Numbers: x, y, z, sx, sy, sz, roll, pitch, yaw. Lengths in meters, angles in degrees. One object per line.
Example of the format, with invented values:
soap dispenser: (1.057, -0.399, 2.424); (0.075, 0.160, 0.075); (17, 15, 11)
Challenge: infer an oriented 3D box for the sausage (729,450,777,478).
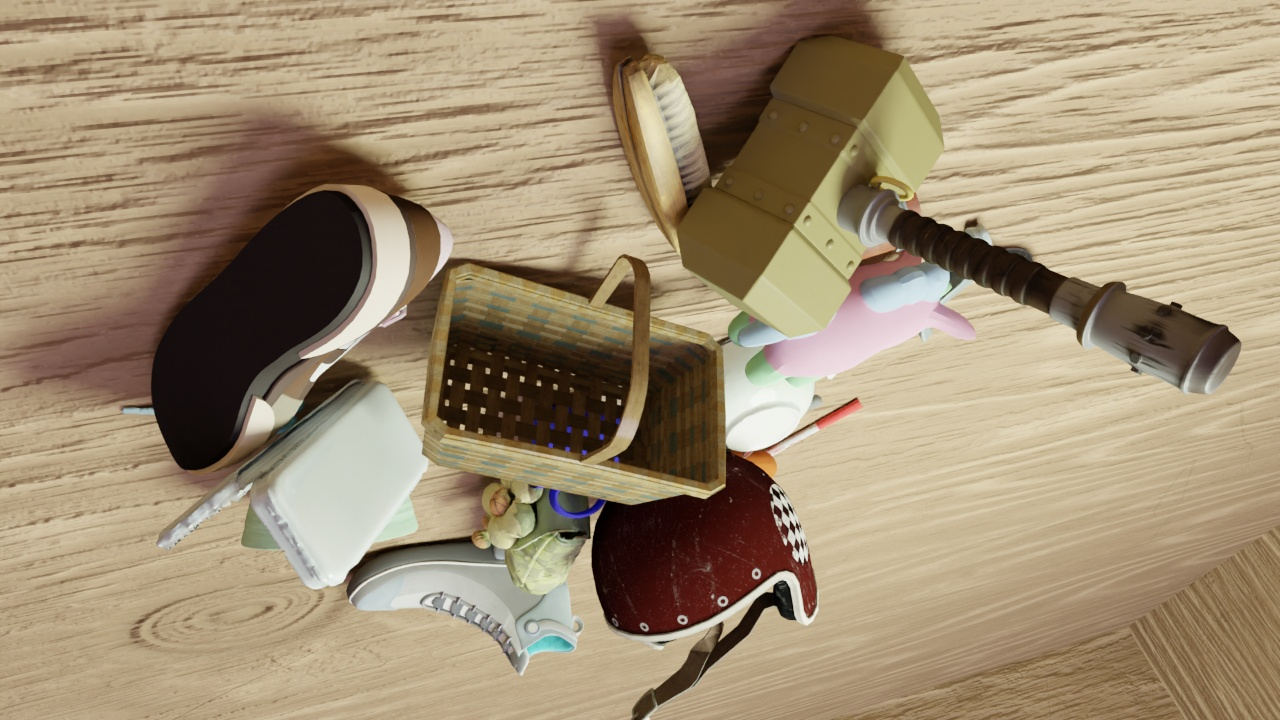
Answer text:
sausage: (0.085, 0.133, 1.088); (0.164, 0.044, 0.039); (-8, 170, -18)

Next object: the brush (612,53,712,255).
brush: (0.020, -0.139, 0.650); (0.043, 0.059, 0.195); (-29, 149, -3)

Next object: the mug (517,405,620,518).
mug: (-0.067, 0.099, 0.899); (0.083, 0.111, 0.079); (-2, 174, -26)

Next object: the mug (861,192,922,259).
mug: (0.164, -0.112, 0.762); (0.111, 0.081, 0.117); (-21, 171, 6)

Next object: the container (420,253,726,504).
container: (-0.040, 0.016, 0.717); (0.249, 0.157, 0.187); (15, 149, -23)

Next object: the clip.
clip: (0.328, -0.067, 0.948); (0.168, 0.031, 0.165); (19, 129, -44)

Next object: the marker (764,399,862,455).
marker: (0.205, 0.086, 1.115); (0.142, 0.012, 0.013); (-31, 145, 16)

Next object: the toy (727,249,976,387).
toy: (0.182, -0.041, 0.809); (0.172, 0.120, 0.221); (-31, 164, 31)

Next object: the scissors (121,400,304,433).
scissors: (-0.350, 0.041, 0.756); (0.136, 0.015, 0.056); (6, 137, -25)

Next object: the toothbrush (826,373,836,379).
toothbrush: (0.174, -0.027, 0.931); (0.016, 0.018, 0.181); (-33, 145, 5)

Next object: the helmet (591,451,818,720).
helmet: (0.062, 0.222, 0.960); (0.234, 0.233, 0.253); (-20, 121, 29)

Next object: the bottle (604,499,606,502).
bottle: (-0.014, 0.157, 1.073); (0.040, 0.040, 0.130); (-32, 145, 16)

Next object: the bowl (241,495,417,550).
bowl: (-0.279, 0.122, 0.825); (0.151, 0.077, 0.151); (-3, 178, 0)

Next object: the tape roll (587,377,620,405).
tape roll: (-0.005, 0.005, 0.868); (0.093, 0.030, 0.094); (-14, 146, -10)

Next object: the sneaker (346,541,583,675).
sneaker: (-0.199, 0.293, 1.061); (0.256, 0.160, 0.093); (-5, 144, -25)

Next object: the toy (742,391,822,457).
toy: (0.153, 0.066, 1.041); (0.112, 0.030, 0.049); (-34, 116, 15)

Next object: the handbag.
handbag: (-0.121, 0.178, 0.984); (0.116, 0.113, 0.187); (6, 140, -22)

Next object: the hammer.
hammer: (0.196, -0.067, 0.571); (0.100, 0.325, 0.190); (30, 95, -50)

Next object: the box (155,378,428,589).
box: (-0.245, 0.098, 0.710); (0.130, 0.210, 0.105); (-31, 101, 22)

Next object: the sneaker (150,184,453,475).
sneaker: (-0.241, -0.021, 0.661); (0.295, 0.111, 0.116); (-40, 165, 29)

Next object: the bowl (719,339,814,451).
bowl: (0.114, 0.043, 0.950); (0.153, 0.072, 0.154); (-13, 147, -9)
